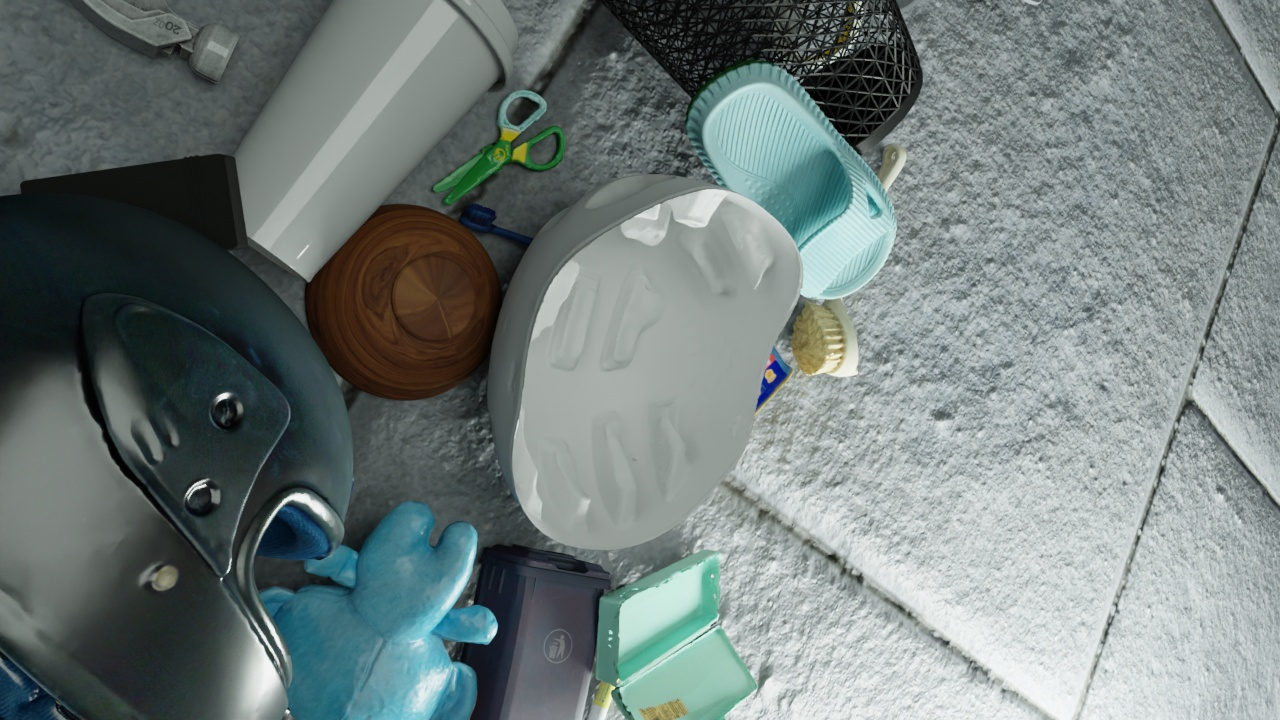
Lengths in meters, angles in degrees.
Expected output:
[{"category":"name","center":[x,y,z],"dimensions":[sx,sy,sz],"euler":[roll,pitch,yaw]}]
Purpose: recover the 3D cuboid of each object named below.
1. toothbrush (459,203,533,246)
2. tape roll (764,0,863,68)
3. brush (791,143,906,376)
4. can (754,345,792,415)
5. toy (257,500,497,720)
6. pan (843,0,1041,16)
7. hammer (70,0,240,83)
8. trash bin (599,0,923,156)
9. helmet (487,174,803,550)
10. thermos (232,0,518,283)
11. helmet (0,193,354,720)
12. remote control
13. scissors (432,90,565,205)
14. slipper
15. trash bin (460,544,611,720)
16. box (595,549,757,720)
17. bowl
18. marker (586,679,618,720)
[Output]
[{"category":"toothbrush","center":[-0.059,-0.090,0.756],"dimensions":[0.189,0.016,0.017],"euler":[18,126,-31]},{"category":"tape roll","center":[0.165,-0.327,0.871],"dimensions":[0.094,0.019,0.094],"euler":[-6,115,-13]},{"category":"brush","center":[0.215,-0.105,0.915],"dimensions":[0.077,0.062,0.271],"euler":[33,69,-33]},{"category":"can","center":[0.084,0.015,0.829],"dimensions":[0.099,0.054,0.059],"euler":[-43,110,-25]},{"category":"toy","center":[-0.180,0.175,0.634],"dimensions":[0.183,0.115,0.180],"euler":[28,94,-14]},{"category":"pan","center":[0.288,-0.431,0.952],"dimensions":[0.356,0.051,0.200],"euler":[9,86,-32]},{"category":"hammer","center":[-0.280,-0.352,0.608],"dimensions":[0.126,0.036,0.315],"euler":[25,77,-28]},{"category":"trash bin","center":[0.104,-0.292,0.756],"dimensions":[0.243,0.217,0.216],"euler":[47,67,-31]},{"category":"helmet","center":[-0.005,0.004,0.694],"dimensions":[0.223,0.184,0.282],"euler":[8,89,-34]},{"category":"thermos","center":[-0.191,-0.165,0.619],"dimensions":[0.131,0.132,0.221],"euler":[39,78,-26]},{"category":"helmet","center":[-0.274,0.061,0.493],"dimensions":[0.316,0.250,0.235],"euler":[57,43,-21]},{"category":"remote control","center":[-0.307,-0.089,0.557],"dimensions":[0.133,0.013,0.058],"euler":[-5,95,7]},{"category":"scissors","center":[-0.116,-0.167,0.723],"dimensions":[0.130,0.014,0.071],"euler":[-35,109,-28]},{"category":"slipper","center":[0.133,-0.126,0.736],"dimensions":[0.116,0.069,0.276],"euler":[-35,135,16]},{"category":"trash bin","center":[-0.089,0.226,0.704],"dimensions":[0.093,0.092,0.160],"euler":[18,77,-31]},{"category":"box","center":[0.032,0.237,0.753],"dimensions":[0.186,0.057,0.138],"euler":[0,77,-60]},{"category":"bowl","center":[-0.159,-0.043,0.664],"dimensions":[0.147,0.069,0.147],"euler":[0,91,-32]},{"category":"marker","center":[-0.025,0.270,0.786],"dimensions":[0.014,0.014,0.132],"euler":[28,76,-29]}]
